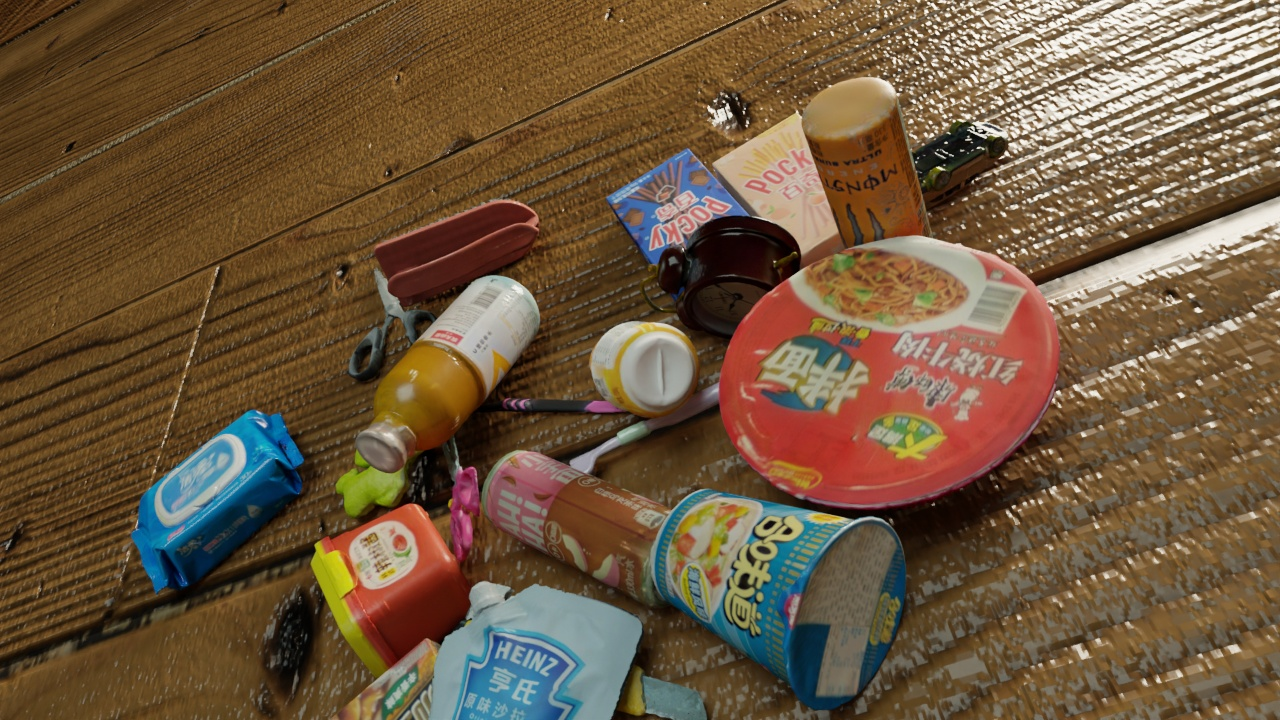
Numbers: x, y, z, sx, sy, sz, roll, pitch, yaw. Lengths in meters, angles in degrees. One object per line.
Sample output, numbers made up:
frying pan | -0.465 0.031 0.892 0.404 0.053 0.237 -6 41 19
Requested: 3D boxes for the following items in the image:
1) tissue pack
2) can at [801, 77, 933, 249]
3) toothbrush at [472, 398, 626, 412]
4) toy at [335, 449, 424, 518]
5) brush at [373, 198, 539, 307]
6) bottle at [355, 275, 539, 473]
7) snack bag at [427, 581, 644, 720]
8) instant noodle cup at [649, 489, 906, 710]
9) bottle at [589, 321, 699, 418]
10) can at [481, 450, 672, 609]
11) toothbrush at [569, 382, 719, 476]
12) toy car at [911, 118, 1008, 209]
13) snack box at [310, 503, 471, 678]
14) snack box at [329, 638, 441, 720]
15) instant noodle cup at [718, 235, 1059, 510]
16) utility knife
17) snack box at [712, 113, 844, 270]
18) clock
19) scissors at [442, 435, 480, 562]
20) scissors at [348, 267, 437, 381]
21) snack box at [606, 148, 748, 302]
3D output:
tissue pack | -0.351 0.113 0.757 0.157 0.052 0.095 -42 44 -10
can | 0.151 -0.108 0.594 0.058 0.146 0.058 -16 46 17
toothbrush | -0.084 0.033 0.700 0.189 0.018 0.014 -2 45 27
toy | -0.197 0.073 0.719 0.097 0.031 0.100 -20 45 17
brush | -0.159 -0.099 0.821 0.146 0.063 0.069 -22 31 -2
bottle | -0.143 0.008 0.689 0.068 0.068 0.189 -1 36 29
snack bag | -0.077 0.214 0.496 0.110 0.039 0.190 8 64 26
instant noodle cup | 0.067 0.115 0.488 0.110 0.099 0.099 14 60 47
bottle | -0.004 0.004 0.632 0.063 0.063 0.108 -43 16 -11
can | -0.033 0.103 0.577 0.147 0.058 0.057 16 61 39
toothbrush | 0.038 0.033 0.627 0.189 0.021 0.029 -28 11 4
toy car | 0.224 -0.143 0.665 0.090 0.035 0.042 -33 44 -8
snack box | -0.158 0.148 0.600 0.080 0.082 0.091 -31 42 -18
snack box | -0.163 0.244 0.541 0.153 0.026 0.075 -40 54 -7
instant noodle cup | 0.147 0.016 0.545 0.194 0.066 0.193 -17 46 18
utility knife | -0.043 0.185 0.540 0.193 0.015 0.033 4 74 32
snack box | 0.125 -0.133 0.720 0.084 0.026 0.157 -32 43 1
clock | 0.058 -0.055 0.649 0.122 0.082 0.055 -6 56 23
scissors | -0.131 0.075 0.662 0.017 0.077 0.137 5 36 -22
scissors | -0.232 -0.046 0.859 0.160 0.014 0.170 11 57 37
snack box | 0.036 -0.111 0.751 0.084 0.026 0.157 -32 43 1
